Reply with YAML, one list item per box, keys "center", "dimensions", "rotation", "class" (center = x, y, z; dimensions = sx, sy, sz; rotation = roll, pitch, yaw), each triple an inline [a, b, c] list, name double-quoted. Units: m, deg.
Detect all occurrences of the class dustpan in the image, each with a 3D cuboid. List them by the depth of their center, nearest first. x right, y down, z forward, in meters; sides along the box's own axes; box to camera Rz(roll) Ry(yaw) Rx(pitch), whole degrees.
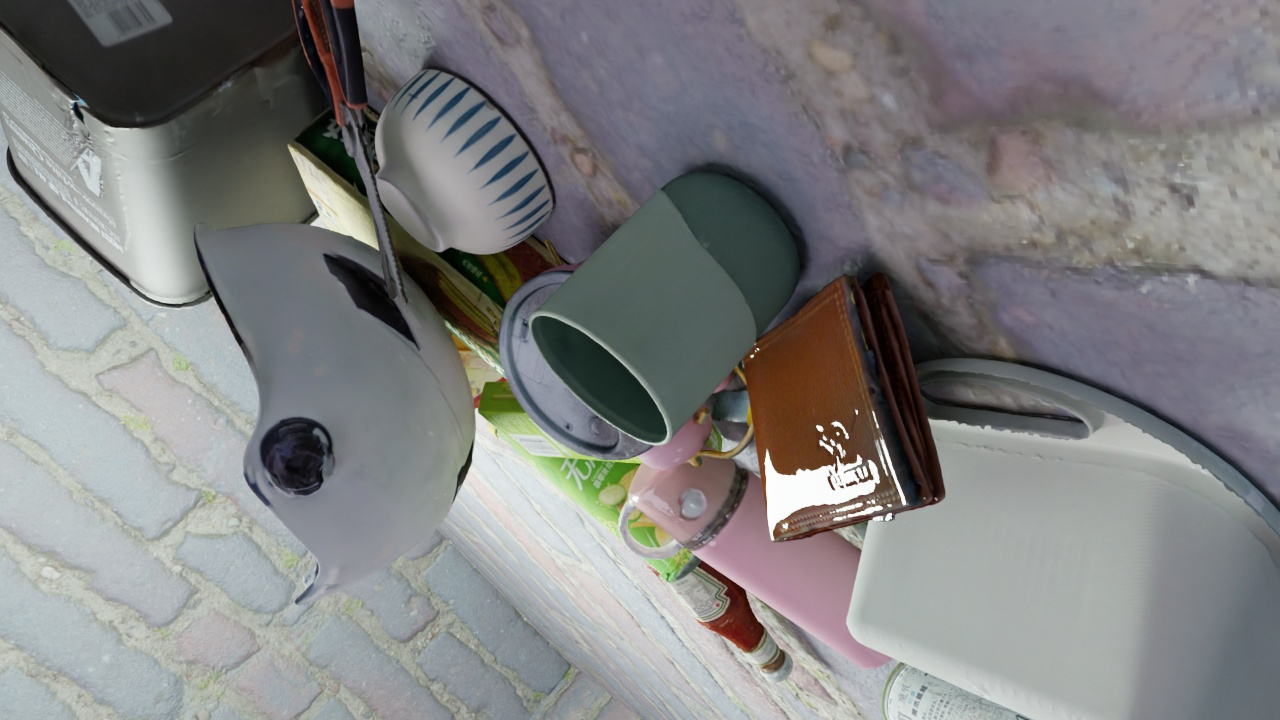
- center: [0.220, 0.103, 0.442]
  dimensions: [0.257, 0.142, 0.223]
  rotation: [20, 173, -32]
  class: "dustpan"

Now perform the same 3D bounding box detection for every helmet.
- center: [-0.191, 0.019, 0.623]
  dimensions: [0.229, 0.145, 0.259]
  rotation: [-137, 36, -58]
  class: "helmet"

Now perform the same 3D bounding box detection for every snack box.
- center: [-0.027, 0.045, 0.647]
  dimensions: [0.157, 0.026, 0.086]
  rotation: [1, 153, 24]
  class: "snack box"
- center: [-0.141, -0.077, 0.667]
  dimensions: [0.240, 0.063, 0.115]
  rotation: [38, 160, 11]
  class: "snack box"

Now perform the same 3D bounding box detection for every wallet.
- center: [0.085, 0.028, 0.423]
  dimensions: [0.125, 0.032, 0.101]
  rotation: [136, 126, -65]
  class: "wallet"

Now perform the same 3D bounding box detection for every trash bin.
- center: [-0.332, -0.183, 0.639]
  dimensions: [0.199, 0.198, 0.220]
  rotation: [43, 154, -2]
  class: "trash bin"

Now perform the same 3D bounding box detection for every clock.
- center: [-0.003, 0.003, 0.529]
  dimensions: [0.158, 0.059, 0.117]
  rotation: [30, 127, 17]
  class: "clock"

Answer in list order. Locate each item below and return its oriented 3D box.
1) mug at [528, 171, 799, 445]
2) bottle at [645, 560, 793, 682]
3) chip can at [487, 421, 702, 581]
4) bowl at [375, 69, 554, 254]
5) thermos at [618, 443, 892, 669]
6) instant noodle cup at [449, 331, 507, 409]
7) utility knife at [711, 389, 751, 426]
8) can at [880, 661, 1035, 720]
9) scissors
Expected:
- center: [0.006, -0.029, 0.429]
  dimensions: [0.112, 0.106, 0.082]
  rotation: [16, 148, 50]
  class: "mug"
- center: [0.083, 0.241, 0.897]
  dimensions: [0.206, 0.059, 0.060]
  rotation: [51, 158, -22]
  class: "bottle"
- center: [-0.031, 0.103, 0.809]
  dimensions: [0.221, 0.072, 0.073]
  rotation: [38, 159, 12]
  class: "chip can"
- center: [-0.117, -0.108, 0.556]
  dimensions: [0.116, 0.066, 0.117]
  rotation: [37, 159, 16]
  class: "bowl"
- center: [0.080, 0.130, 0.599]
  dimensions: [0.198, 0.087, 0.067]
  rotation: [34, -171, -11]
  class: "thermos"
- center: [-0.186, -0.023, 0.802]
  dimensions: [0.124, 0.116, 0.117]
  rotation: [42, 163, 36]
  class: "instant noodle cup"
- center: [0.079, 0.029, 0.507]
  dimensions: [0.015, 0.033, 0.218]
  rotation: [2, 177, -18]
  class: "utility knife"
- center: [0.242, 0.261, 0.644]
  dimensions: [0.058, 0.058, 0.147]
  rotation: [52, 158, -25]
  class: "can"
- center: [-0.164, -0.143, 0.514]
  dimensions: [0.213, 0.015, 0.198]
  rotation: [57, 150, 30]
  class: "scissors"
